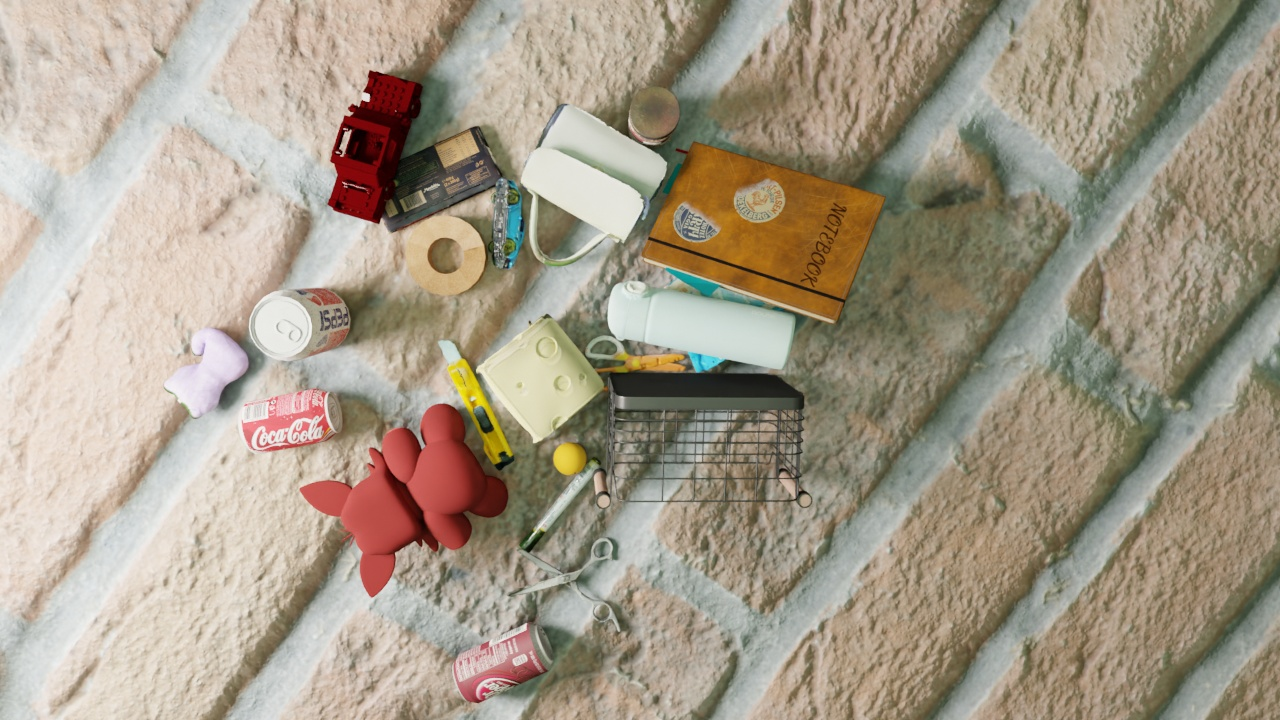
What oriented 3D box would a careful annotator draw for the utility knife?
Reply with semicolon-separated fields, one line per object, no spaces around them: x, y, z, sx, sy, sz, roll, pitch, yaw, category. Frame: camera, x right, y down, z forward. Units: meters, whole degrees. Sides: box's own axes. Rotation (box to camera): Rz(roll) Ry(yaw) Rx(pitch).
-0.202;0.053;1.121;0.030;0.017;0.175;-26;94;-8;utility knife

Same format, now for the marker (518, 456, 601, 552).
-0.099;0.179;1.135;0.017;0.017;0.146;39;94;-6;marker

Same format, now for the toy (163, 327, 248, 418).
-0.519;0.012;1.093;0.080;0.036;0.099;44;88;4;toy

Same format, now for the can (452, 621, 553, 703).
-0.169;0.372;1.130;0.114;0.063;0.063;-25;96;1;can

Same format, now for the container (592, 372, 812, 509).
0.068;0.091;1.054;0.241;0.163;0.130;0;99;-5;container

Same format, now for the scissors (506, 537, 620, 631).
-0.084;0.282;1.142;0.141;0.014;0.171;-35;101;-7;scissors

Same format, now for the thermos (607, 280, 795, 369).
0.066;-0.041;1.034;0.207;0.065;0.078;12;139;4;thermos

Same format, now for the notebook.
0.127;-0.145;1.039;0.249;0.014;0.178;20;75;15;notebook

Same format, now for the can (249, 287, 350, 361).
-0.384;-0.042;1.040;0.078;0.136;0.078;0;96;-2;can

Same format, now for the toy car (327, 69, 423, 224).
-0.306;-0.249;1.047;0.070;0.062;0.169;17;87;3;toy car

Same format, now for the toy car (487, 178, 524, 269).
-0.155;-0.160;1.080;0.032;0.048;0.105;-3;102;-31;toy car

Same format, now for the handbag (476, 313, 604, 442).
-0.119;0.019;1.085;0.111;0.081;0.119;-39;93;-1;handbag

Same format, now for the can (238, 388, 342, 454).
-0.414;0.071;1.088;0.105;0.064;0.064;-11;96;-1;can

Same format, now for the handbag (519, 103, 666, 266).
-0.069;-0.189;1.068;0.151;0.074;0.176;30;95;-5;handbag

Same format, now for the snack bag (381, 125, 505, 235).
-0.245;-0.214;1.086;0.155;0.018;0.074;-24;96;0;snack bag

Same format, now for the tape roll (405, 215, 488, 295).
-0.230;-0.124;1.092;0.094;0.027;0.094;0;96;-2;tape roll

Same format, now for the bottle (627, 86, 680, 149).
0.014;-0.275;1.046;0.056;0.105;0.056;0;96;-2;bottle

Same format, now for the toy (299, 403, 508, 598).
-0.269;0.160;1.077;0.197;0.120;0.158;-32;99;-8;toy

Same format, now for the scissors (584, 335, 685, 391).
-0.005;-0.004;1.122;0.131;0.012;0.073;-8;98;-1;scissors

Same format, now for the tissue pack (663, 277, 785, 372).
0.120;-0.088;1.092;0.209;0.066;0.117;-38;95;4;tissue pack

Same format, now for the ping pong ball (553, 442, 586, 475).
-0.086;0.119;1.117;0.040;0.040;0.040;0;96;-2;ping pong ball
